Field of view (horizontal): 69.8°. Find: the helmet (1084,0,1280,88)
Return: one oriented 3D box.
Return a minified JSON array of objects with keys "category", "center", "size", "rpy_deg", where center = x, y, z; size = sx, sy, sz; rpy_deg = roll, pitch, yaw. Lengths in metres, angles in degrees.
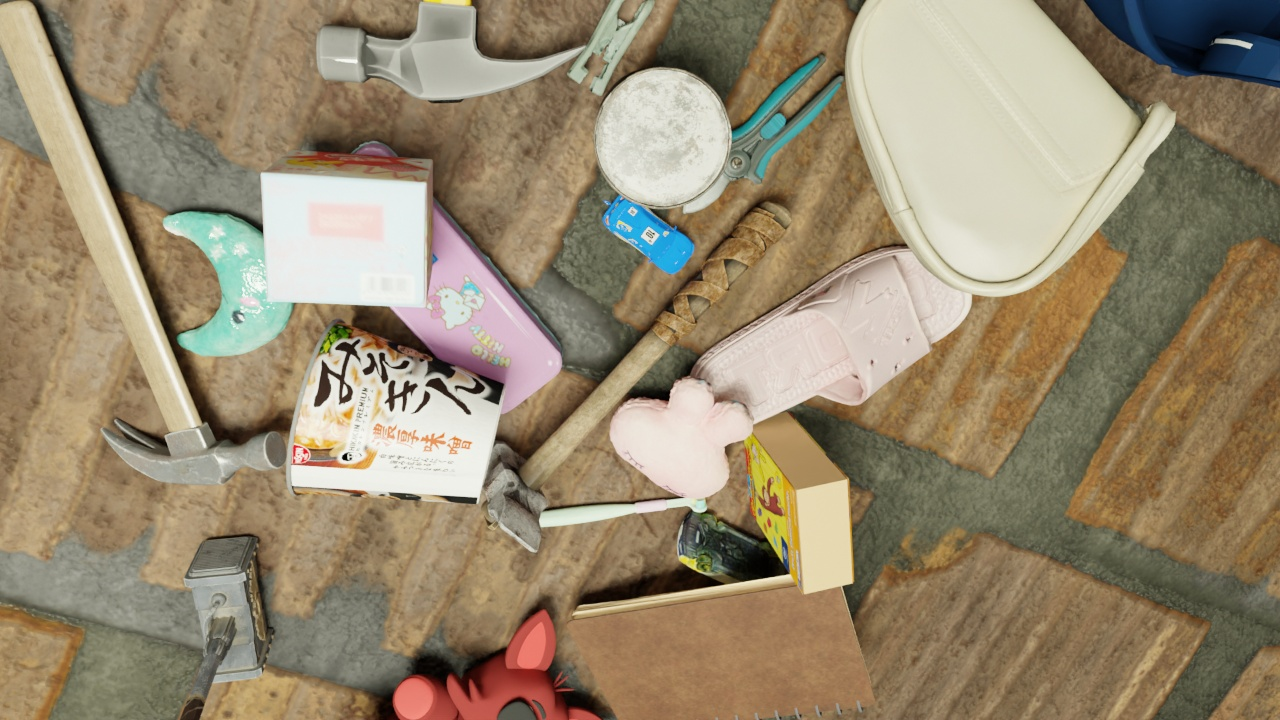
[{"category":"helmet","center":[0.369,-0.301,0.566],"size":[0.271,0.223,0.233],"rpy_deg":[-7,126,-41]}]

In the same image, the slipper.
[{"category":"slipper","center":[0.153,-0.013,0.719],"size":[0.239,0.064,0.094],"rpy_deg":[-26,112,0]}]

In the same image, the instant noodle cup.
[{"category":"instant noodle cup","center":[-0.162,0.045,0.634],"size":[0.121,0.123,0.124],"rpy_deg":[13,107,-7]}]

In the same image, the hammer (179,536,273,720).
[{"category":"hammer","center":[-0.287,0.235,0.579],"size":[0.044,0.322,0.098],"rpy_deg":[-4,110,-10]}]

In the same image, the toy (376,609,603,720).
[{"category":"toy","center":[-0.134,0.315,0.757],"size":[0.197,0.120,0.158],"rpy_deg":[-28,110,-10]}]

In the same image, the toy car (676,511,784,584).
[{"category":"toy car","center":[0.075,0.169,0.780],"size":[0.105,0.047,0.033],"rpy_deg":[28,134,-18]}]

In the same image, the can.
[{"category":"can","center":[0.013,-0.154,0.628],"size":[0.090,0.074,0.090],"rpy_deg":[-1,108,-2]}]

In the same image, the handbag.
[{"category":"handbag","center":[0.237,-0.173,0.646],"size":[0.184,0.131,0.229],"rpy_deg":[-38,89,15]}]

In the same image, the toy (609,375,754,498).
[{"category":"toy","center":[0.035,0.058,0.714],"size":[0.108,0.053,0.105],"rpy_deg":[34,123,-11]}]

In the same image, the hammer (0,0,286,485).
[{"category":"hammer","center":[-0.348,-0.063,0.608],"size":[0.119,0.030,0.331],"rpy_deg":[-10,110,11]}]

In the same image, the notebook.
[{"category":"notebook","center":[0.071,0.252,0.772],"size":[0.226,0.024,0.167],"rpy_deg":[-13,122,15]}]

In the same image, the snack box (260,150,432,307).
[{"category":"snack box","center":[-0.178,-0.084,0.572],"size":[0.093,0.094,0.079],"rpy_deg":[2,110,-10]}]

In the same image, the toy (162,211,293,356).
[{"category":"toy","center":[-0.283,-0.049,0.635],"size":[0.085,0.033,0.105],"rpy_deg":[6,110,-2]}]

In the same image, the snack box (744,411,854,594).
[{"category":"snack box","center":[0.122,0.108,0.722],"size":[0.040,0.125,0.088],"rpy_deg":[-11,111,-8]}]

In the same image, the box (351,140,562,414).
[{"category":"box","center":[-0.143,-0.055,0.660],"size":[0.076,0.033,0.214],"rpy_deg":[-37,113,5]}]

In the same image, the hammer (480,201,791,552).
[{"category":"hammer","center":[-0.004,0.004,0.681],"size":[0.318,0.121,0.049],"rpy_deg":[-47,112,-1]}]

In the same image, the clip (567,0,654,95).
[{"category":"clip","center":[-0.020,-0.221,0.630],"size":[0.044,0.023,0.076],"rpy_deg":[29,104,-21]}]

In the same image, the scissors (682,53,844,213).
[{"category":"scissors","center":[0.092,-0.159,0.676],"size":[0.138,0.019,0.136],"rpy_deg":[6,103,-6]}]

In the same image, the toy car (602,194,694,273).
[{"category":"toy car","center":[0.005,-0.092,0.660],"size":[0.092,0.062,0.033],"rpy_deg":[35,99,-21]}]

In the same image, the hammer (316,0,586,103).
[{"category":"hammer","center":[-0.111,-0.325,0.565],"size":[0.170,0.034,0.325],"rpy_deg":[3,106,-6]}]

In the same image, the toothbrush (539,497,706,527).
[{"category":"toothbrush","center":[-0.021,0.124,0.759],"size":[0.154,0.015,0.022],"rpy_deg":[-6,73,-10]}]
